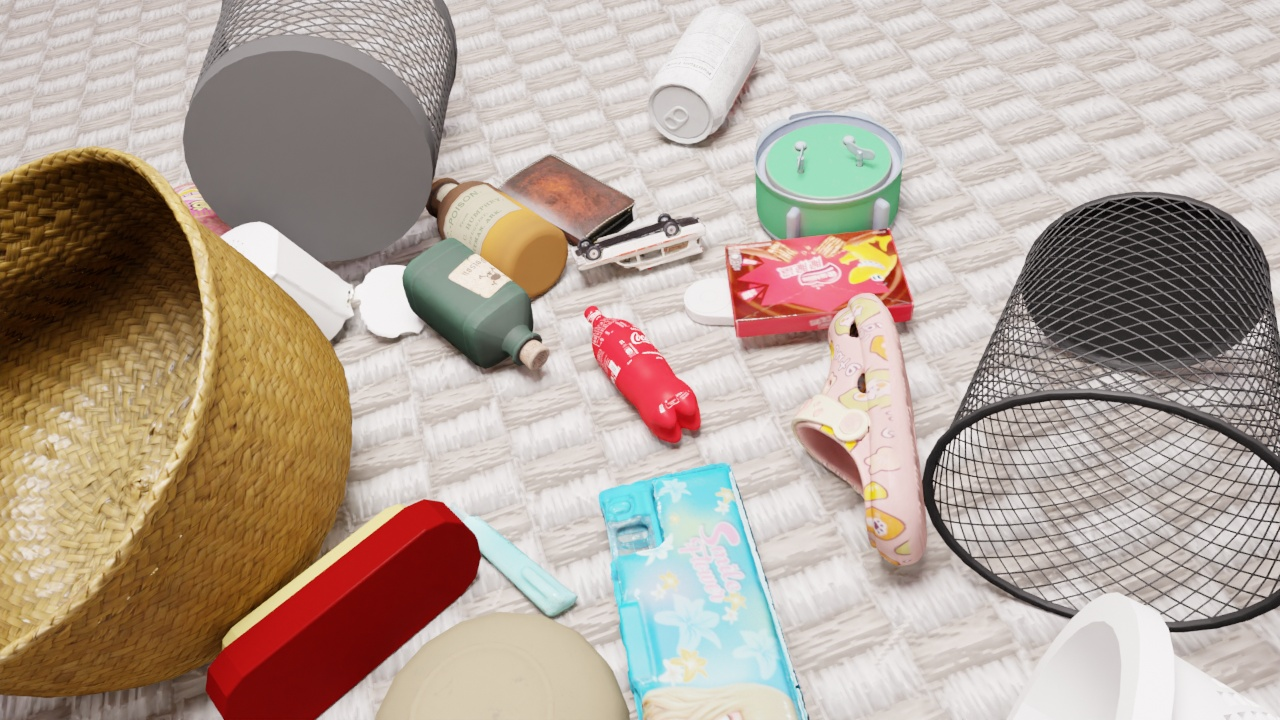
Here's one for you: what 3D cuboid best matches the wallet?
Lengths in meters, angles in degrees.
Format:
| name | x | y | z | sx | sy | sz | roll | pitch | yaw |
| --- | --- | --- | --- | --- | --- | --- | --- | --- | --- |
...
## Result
| name | x | y | z | sx | sy | sz | roll | pitch | yaw |
| --- | --- | --- | --- | --- | --- | --- | --- | --- | --- |
| wallet | -0.068 | -0.147 | 0.844 | 0.123 | 0.019 | 0.072 | 34 | 62 | 32 |

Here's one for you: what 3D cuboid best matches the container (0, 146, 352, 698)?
| name | x | y | z | sx | sy | sz | roll | pitch | yaw |
| --- | --- | --- | --- | --- | --- | --- | --- | --- | --- |
| container | -0.336 | 0.053 | 0.566 | 0.307 | 0.196 | 0.306 | -6 | 65 | 13 |

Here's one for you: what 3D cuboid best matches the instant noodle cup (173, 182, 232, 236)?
| name | x | y | z | sx | sy | sz | roll | pitch | yaw |
| --- | --- | --- | --- | --- | --- | --- | --- | --- | --- |
| instant noodle cup | -0.391 | -0.107 | 0.824 | 0.097 | 0.098 | 0.108 | -29 | 43 | -15 |

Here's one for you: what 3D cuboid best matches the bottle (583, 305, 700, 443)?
| name | x | y | z | sx | sy | sz | roll | pitch | yaw |
| --- | --- | --- | --- | --- | --- | --- | --- | --- | --- |
| bottle | -0.004 | 0.004 | 0.687 | 0.042 | 0.042 | 0.141 | -28 | 50 | -15 |

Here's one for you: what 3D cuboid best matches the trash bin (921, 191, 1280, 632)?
| name | x | y | z | sx | sy | sz | roll | pitch | yaw |
| --- | --- | --- | --- | --- | --- | --- | --- | --- | --- |
| trash bin | 0.287 | 0.017 | 0.544 | 0.184 | 0.184 | 0.209 | 15 | 48 | 21 |

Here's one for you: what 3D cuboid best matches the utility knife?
| name | x | y | z | sx | sy | sz | roll | pitch | yaw |
| --- | --- | --- | --- | --- | --- | --- | --- | --- | --- |
| utility knife | -0.092 | 0.128 | 0.613 | 0.126 | 0.015 | 0.022 | 32 | 59 | 33 |

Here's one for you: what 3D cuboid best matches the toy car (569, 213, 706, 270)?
| name | x | y | z | sx | sy | sz | roll | pitch | yaw |
| --- | --- | --- | --- | --- | --- | --- | --- | --- | --- |
| toy car | -0.001 | -0.094 | 0.775 | 0.113 | 0.039 | 0.039 | -18 | 25 | -4 |

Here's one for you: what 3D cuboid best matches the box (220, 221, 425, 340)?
| name | x | y | z | sx | sy | sz | roll | pitch | yaw |
| --- | --- | --- | --- | --- | --- | --- | --- | --- | --- |
| box | -0.258 | -0.059 | 0.748 | 0.142 | 0.140 | 0.083 | -19 | 61 | 13 |

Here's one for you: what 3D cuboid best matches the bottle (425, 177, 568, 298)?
| name | x | y | z | sx | sy | sz | roll | pitch | yaw |
| --- | --- | --- | --- | --- | --- | --- | --- | --- | --- |
| bottle | -0.136 | -0.117 | 0.798 | 0.067 | 0.068 | 0.157 | -39 | 54 | -22 |

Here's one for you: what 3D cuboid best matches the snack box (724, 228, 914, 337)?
| name | x | y | z | sx | sy | sz | roll | pitch | yaw |
| --- | --- | --- | --- | --- | --- | --- | --- | --- | --- |
| snack box | 0.136 | -0.061 | 0.714 | 0.133 | 0.021 | 0.089 | -6 | 48 | 3 |

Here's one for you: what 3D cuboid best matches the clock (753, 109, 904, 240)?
| name | x | y | z | sx | sy | sz | roll | pitch | yaw |
| --- | --- | --- | --- | --- | --- | --- | --- | --- | --- |
| clock | 0.157 | -0.169 | 0.787 | 0.122 | 0.075 | 0.161 | -5 | 48 | 5 |

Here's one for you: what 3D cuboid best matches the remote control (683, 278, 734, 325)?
| name | x | y | z | sx | sy | sz | roll | pitch | yaw |
| --- | --- | --- | --- | --- | --- | --- | --- | --- | --- |
| remote control | 0.103 | -0.046 | 0.732 | 0.136 | 0.013 | 0.043 | 2 | 50 | 11 |

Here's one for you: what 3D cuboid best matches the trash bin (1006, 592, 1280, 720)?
| name | x | y | z | sx | sy | sz | roll | pitch | yaw |
| --- | --- | --- | --- | --- | --- | --- | --- | --- | --- |
| trash bin | 0.252 | 0.229 | 0.366 | 0.200 | 0.196 | 0.195 | 25 | 57 | 16 |

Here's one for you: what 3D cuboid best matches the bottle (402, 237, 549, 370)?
| name | x | y | z | sx | sy | sz | roll | pitch | yaw |
| --- | --- | --- | --- | --- | --- | --- | --- | --- | --- |
| bottle | -0.124 | -0.036 | 0.727 | 0.131 | 0.061 | 0.061 | 37 | 61 | 25 |

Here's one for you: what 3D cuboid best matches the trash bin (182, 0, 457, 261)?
| name | x | y | z | sx | sy | sz | roll | pitch | yaw |
| --- | --- | --- | --- | --- | --- | --- | --- | --- | --- |
| trash bin | -0.273 | -0.230 | 0.805 | 0.218 | 0.218 | 0.227 | -11 | 43 | 0 |

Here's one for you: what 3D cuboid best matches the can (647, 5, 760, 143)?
| name | x | y | z | sx | sy | sz | roll | pitch | yaw |
| --- | --- | --- | --- | --- | --- | --- | --- | --- | --- |
| can | 0.062 | -0.280 | 0.898 | 0.078 | 0.078 | 0.135 | 13 | 53 | 20 |

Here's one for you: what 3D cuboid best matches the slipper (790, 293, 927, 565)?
| name | x | y | z | sx | sy | sz | roll | pitch | yaw |
| --- | --- | --- | --- | --- | --- | --- | --- | --- | --- |
| slipper | 0.139 | 0.041 | 0.604 | 0.082 | 0.093 | 0.196 | -10 | 48 | 15 |

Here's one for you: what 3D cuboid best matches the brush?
| name | x | y | z | sx | sy | sz | roll | pitch | yaw |
| --- | --- | --- | --- | --- | --- | --- | --- | --- | --- |
| brush | -0.180 | 0.153 | 0.562 | 0.173 | 0.082 | 0.042 | -39 | 54 | -22 |

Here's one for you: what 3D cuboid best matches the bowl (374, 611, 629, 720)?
| name | x | y | z | sx | sy | sz | roll | pitch | yaw |
| --- | --- | --- | --- | --- | --- | --- | --- | --- | --- |
| bowl | -0.084 | 0.208 | 0.518 | 0.152 | 0.050 | 0.152 | -5 | 49 | 6 |

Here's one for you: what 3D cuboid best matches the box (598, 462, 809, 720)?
| name | x | y | z | sx | sy | sz | roll | pitch | yaw |
| --- | --- | --- | --- | --- | --- | --- | --- | --- | --- |
| box | 0.036 | 0.164 | 0.541 | 0.094 | 0.041 | 0.226 | -12 | 49 | -2 |
